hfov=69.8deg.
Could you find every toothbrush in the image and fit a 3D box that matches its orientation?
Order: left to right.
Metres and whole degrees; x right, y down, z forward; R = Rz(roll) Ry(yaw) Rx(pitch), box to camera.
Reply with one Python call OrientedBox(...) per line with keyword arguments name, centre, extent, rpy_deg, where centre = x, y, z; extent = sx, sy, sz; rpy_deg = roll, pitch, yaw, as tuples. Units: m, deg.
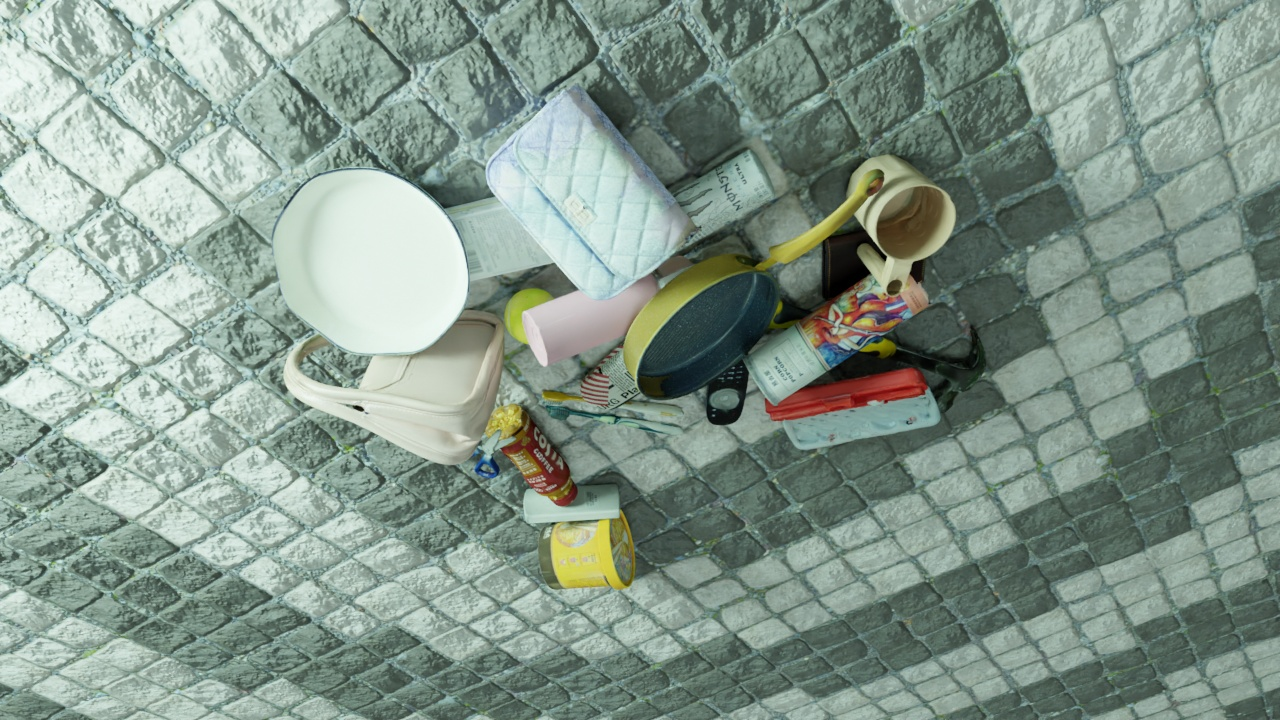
OrientedBox(name="toothbrush", centre=(-0.035, 0.059, 1.197), extent=(0.191, 0.016, 0.018), rpy_deg=(8, 141, -14))
OrientedBox(name="toothbrush", centre=(-0.032, 0.082, 1.217), extent=(0.191, 0.018, 0.016), rpy_deg=(11, 129, -16))

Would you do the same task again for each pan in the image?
OrientedBox(name="pan", centre=(0.122, -0.081, 0.996), extent=(0.197, 0.078, 0.358), rpy_deg=(1, 133, -51))

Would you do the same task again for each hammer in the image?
OrientedBox(name="hammer", centre=(0.297, -0.021, 1.155), extent=(0.323, 0.031, 0.126), rpy_deg=(16, 128, -20))

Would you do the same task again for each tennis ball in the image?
OrientedBox(name="tennis ball", centre=(-0.123, -0.050, 1.053), extent=(0.065, 0.065, 0.066), rpy_deg=(-4, 132, -4))

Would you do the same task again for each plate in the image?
OrientedBox(name="plate", centre=(-0.278, -0.104, 0.962), extent=(0.205, 0.045, 0.205), rpy_deg=(1, 113, 3))

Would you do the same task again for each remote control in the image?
OrientedBox(name="remote control", centre=(-0.097, 0.201, 1.291), extent=(0.135, 0.056, 0.019), rpy_deg=(-3, 126, -5))
OrientedBox(name="remote control", centre=(0.111, 0.031, 1.183), extent=(0.053, 0.024, 0.137), rpy_deg=(-3, 134, -6))

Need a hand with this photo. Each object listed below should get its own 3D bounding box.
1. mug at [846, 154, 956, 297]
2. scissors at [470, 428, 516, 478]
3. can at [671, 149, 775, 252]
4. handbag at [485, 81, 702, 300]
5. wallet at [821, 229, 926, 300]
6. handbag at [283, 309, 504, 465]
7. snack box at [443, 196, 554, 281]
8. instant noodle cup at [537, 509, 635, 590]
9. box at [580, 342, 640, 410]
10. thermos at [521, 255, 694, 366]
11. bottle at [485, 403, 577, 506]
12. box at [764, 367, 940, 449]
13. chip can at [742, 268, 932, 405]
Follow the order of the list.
OrientedBox(name="mug", centre=(0.268, -0.146, 0.975), extent=(0.084, 0.103, 0.125), rpy_deg=(3, 120, -10))
OrientedBox(name="scissors", centre=(-0.207, 0.110, 1.174), extent=(0.133, 0.012, 0.173), rpy_deg=(19, 149, 12))
OrientedBox(name="can", centre=(0.068, -0.164, 0.977), extent=(0.147, 0.058, 0.058), rpy_deg=(-27, 130, 17))
OrientedBox(name="handbag", centre=(-0.050, -0.161, 0.917), extent=(0.134, 0.075, 0.194), rpy_deg=(-38, 107, 19))
OrientedBox(name="wallet", centre=(0.274, -0.116, 1.074), extent=(0.122, 0.020, 0.096), rpy_deg=(-10, 136, 1))
OrientedBox(name="handbag", centre=(-0.275, 0.013, 1.021), extent=(0.234, 0.193, 0.094), rpy_deg=(10, 124, -5))
OrientedBox(name="snack box", centre=(-0.138, -0.139, 0.996), extent=(0.157, 0.026, 0.085), rpy_deg=(-13, 132, 4))
OrientedBox(name="instant noodle cup", centre=(-0.079, 0.278, 1.328), extent=(0.114, 0.118, 0.118), rpy_deg=(-13, 133, 14))
OrientedBox(name="box", centre=(-0.007, 0.004, 1.139), extent=(0.165, 0.052, 0.068), rpy_deg=(-35, 140, 24))
OrientedBox(name="thermos", centre=(-0.026, -0.060, 1.008), extent=(0.198, 0.067, 0.087), rpy_deg=(-22, 177, -16))
OrientedBox(name="bottle", centre=(-0.139, 0.131, 1.221), extent=(0.057, 0.057, 0.175), rpy_deg=(-22, 131, 12))
OrientedBox(name="box", centre=(0.276, 0.062, 1.194), extent=(0.201, 0.058, 0.161), rpy_deg=(-13, 151, 23))
OrientedBox(name="chip can", centre=(0.227, -0.034, 1.068), extent=(0.215, 0.071, 0.071), rpy_deg=(-34, 128, 12))
